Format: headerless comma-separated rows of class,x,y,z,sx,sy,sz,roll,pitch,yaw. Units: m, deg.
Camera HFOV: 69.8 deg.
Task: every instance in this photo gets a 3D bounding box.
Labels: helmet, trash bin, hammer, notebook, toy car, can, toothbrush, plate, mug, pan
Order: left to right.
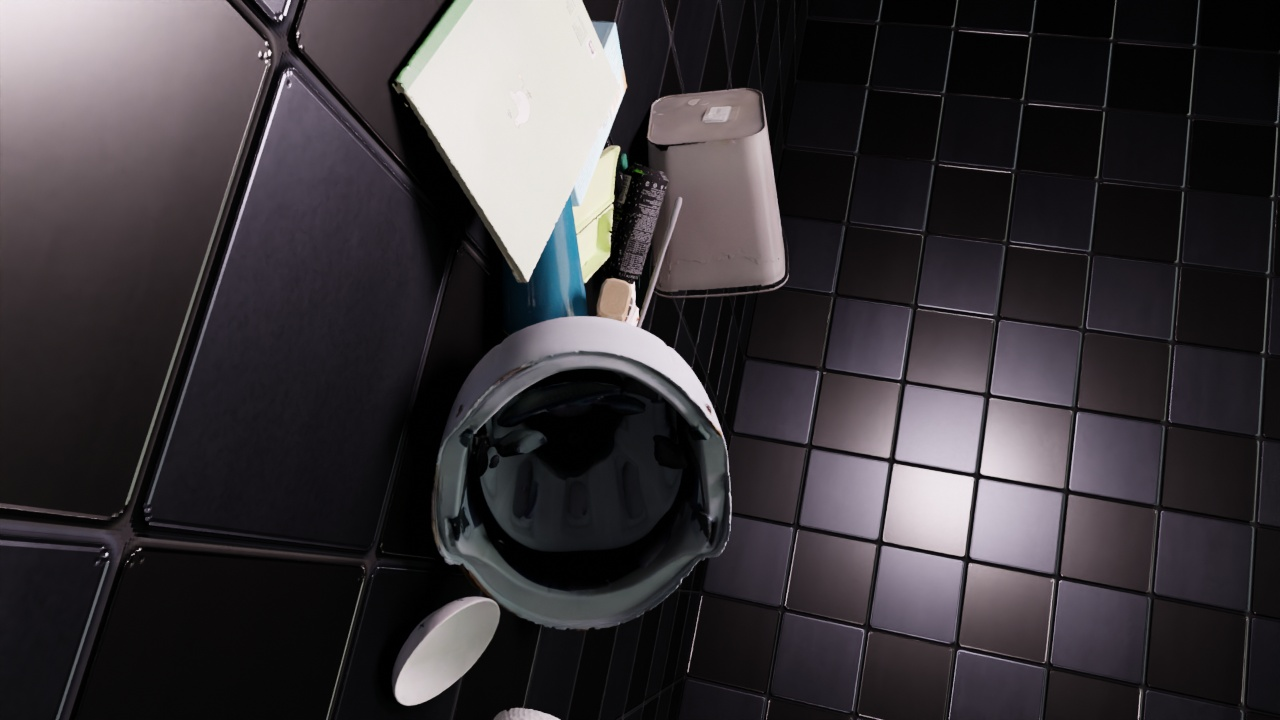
plate,-0.160,0.226,0.735,0.104,0.026,0.104,-39,150,-28
trash bin,-0.124,0.453,0.903,0.160,0.133,0.133,-57,154,-50
notebook,-0.086,-0.211,0.704,0.182,0.010,0.251,62,37,-43
mug,-0.086,-0.087,0.795,0.078,0.078,0.121,-58,150,-61
helmet,-0.050,0.083,0.766,0.163,0.236,0.264,-98,-173,-61
hammer,-0.035,-0.018,0.935,0.323,0.051,0.117,111,-8,-77
toy car,-0.019,-0.059,1.196,0.039,0.039,0.112,87,17,-44
toothbrush,-0.018,-0.196,1.160,0.190,0.017,0.016,79,23,-61
can,-0.009,-0.162,1.092,0.054,0.054,0.138,-31,139,-74
pan,-0.005,0.005,0.954,0.216,0.024,0.355,-60,167,-83
trash bin,0.099,-0.233,1.252,0.197,0.197,0.220,-84,168,-51

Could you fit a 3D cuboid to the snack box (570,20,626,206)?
snack box,-0.061,-0.229,0.842,0.075,0.053,0.174,78,23,-56

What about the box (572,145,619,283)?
box,-0.060,-0.146,0.970,0.186,0.024,0.137,-59,161,-60
